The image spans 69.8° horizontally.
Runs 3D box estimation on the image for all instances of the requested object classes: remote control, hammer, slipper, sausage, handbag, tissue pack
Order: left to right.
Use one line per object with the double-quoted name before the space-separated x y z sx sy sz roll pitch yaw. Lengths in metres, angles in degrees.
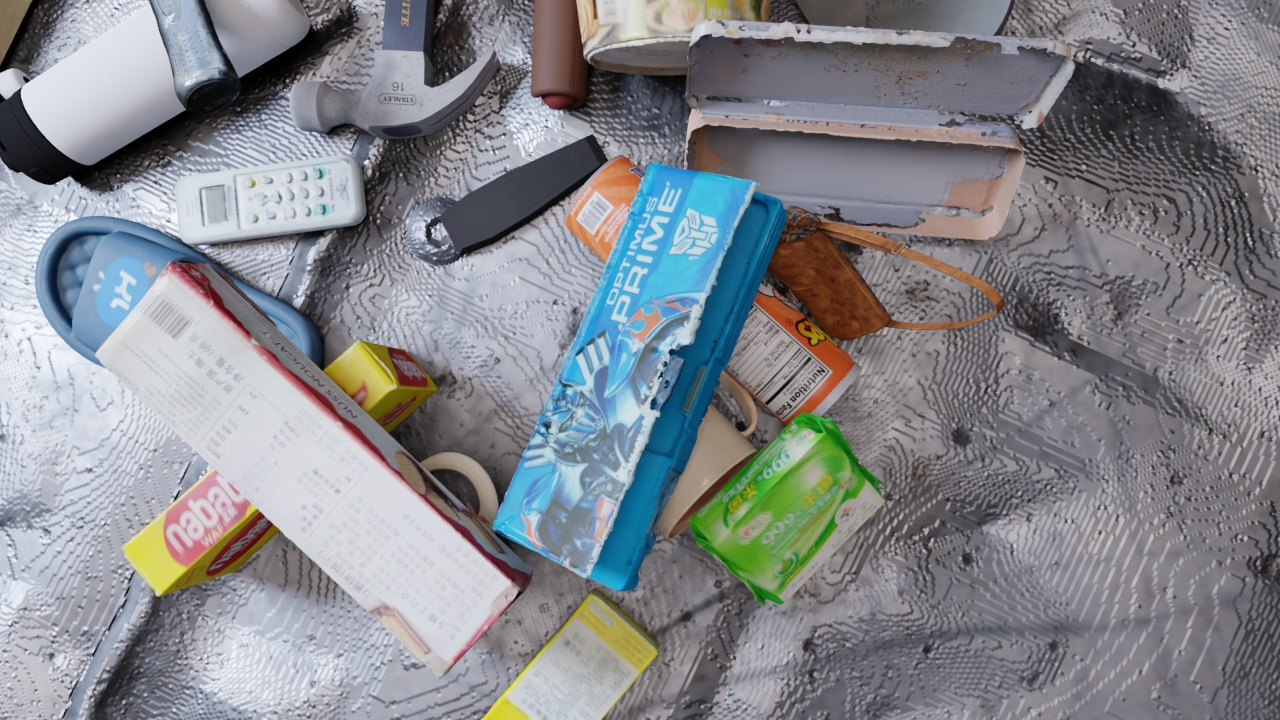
"hammer" -0.334 -0.283 0.610 0.140 0.036 0.326 -30 67 2
"slipper" -0.325 -0.027 0.634 0.214 0.059 0.104 25 91 3
"remote control" -0.261 -0.113 0.651 0.133 0.022 0.050 -7 87 3
"hammer" -0.165 -0.314 0.653 0.139 0.035 0.312 3 87 2
"remote control" -0.081 -0.119 0.647 0.125 0.010 0.039 -30 86 1
"sausage" -0.054 -0.252 0.640 0.040 0.040 0.155 2 87 3
"tissue pack" 0.096 0.097 0.584 0.114 0.034 0.099 -46 128 -1
"handbag" 0.137 -0.041 0.537 0.043 0.196 0.093 -45 113 -6

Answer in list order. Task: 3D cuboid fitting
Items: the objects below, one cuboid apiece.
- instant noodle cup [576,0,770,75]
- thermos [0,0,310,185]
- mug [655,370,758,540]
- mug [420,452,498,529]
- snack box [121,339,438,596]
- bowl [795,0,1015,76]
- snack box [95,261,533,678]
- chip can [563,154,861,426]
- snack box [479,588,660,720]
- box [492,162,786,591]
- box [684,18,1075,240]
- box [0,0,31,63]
"instant noodle cup" 0.021 -0.241 0.586 0.146 0.146 0.098 1 97 3
"thermos" -0.353 -0.214 0.643 0.230 0.068 0.101 -31 77 2
"mug" 0.023 0.043 0.603 0.111 0.085 0.104 -37 73 -27
"mug" -0.139 0.115 0.602 0.097 0.081 0.122 35 105 12
"snack box" -0.231 0.068 0.605 0.200 0.092 0.042 -41 85 0
"bowl" 0.168 -0.252 0.614 0.151 0.057 0.150 0 84 0
"snack box" -0.186 0.061 0.536 0.273 0.044 0.077 43 97 0
"chip can" 0.046 -0.044 0.609 0.210 0.062 0.062 42 90 5
"snack box" -0.057 0.230 0.619 0.061 0.025 0.149 41 90 4
"box" -0.004 0.003 0.532 0.091 0.066 0.243 21 85 20
"box" 0.135 -0.143 0.571 0.216 0.157 0.063 5 64 4
"box" -0.548 -0.209 0.622 0.148 0.141 0.248 26 89 -3
